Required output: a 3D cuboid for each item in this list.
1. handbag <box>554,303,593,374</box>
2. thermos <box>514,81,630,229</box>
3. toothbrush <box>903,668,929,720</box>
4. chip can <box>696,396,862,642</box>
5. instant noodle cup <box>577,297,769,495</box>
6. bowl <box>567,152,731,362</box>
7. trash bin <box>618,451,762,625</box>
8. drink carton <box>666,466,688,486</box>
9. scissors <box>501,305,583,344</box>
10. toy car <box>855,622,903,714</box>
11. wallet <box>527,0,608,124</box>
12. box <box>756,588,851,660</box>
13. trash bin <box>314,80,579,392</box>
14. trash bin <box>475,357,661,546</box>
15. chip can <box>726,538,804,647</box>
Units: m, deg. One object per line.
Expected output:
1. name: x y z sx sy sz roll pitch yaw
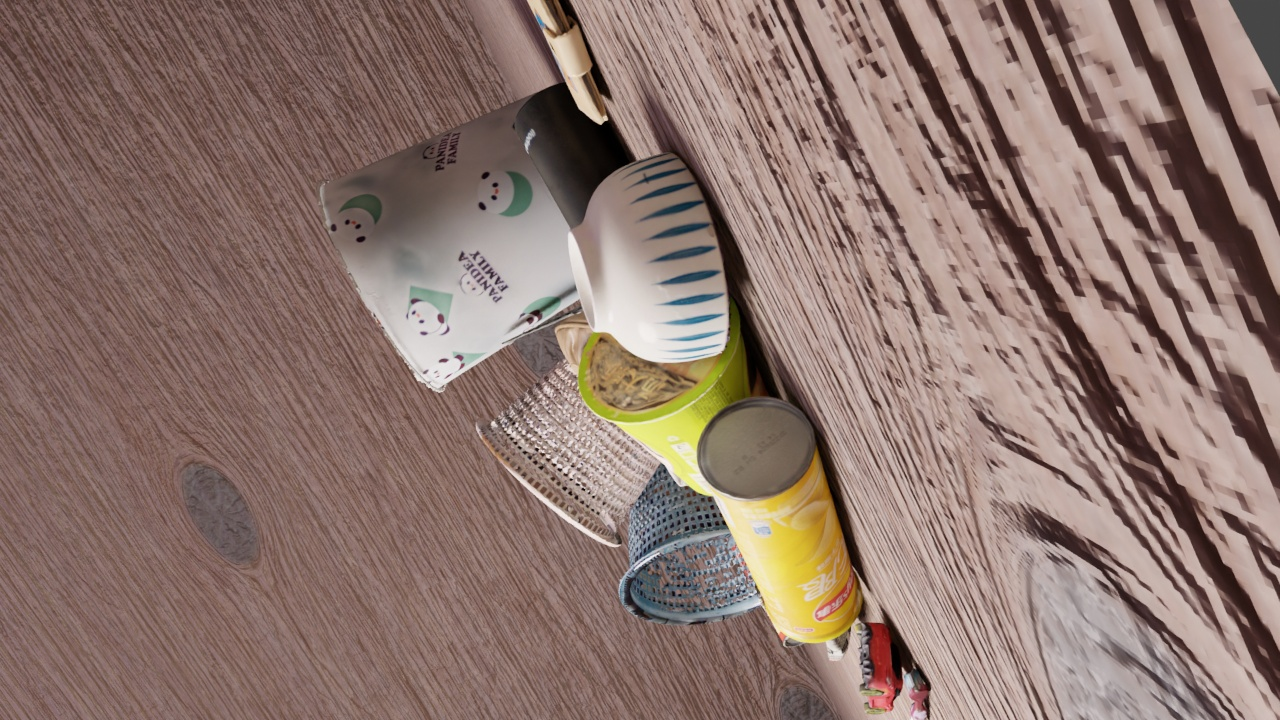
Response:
1. handbag: -0.005 0.005 0.912 0.148 0.099 0.205 54 161 -20
2. thermos: -0.010 -0.105 0.697 0.242 0.068 0.090 60 147 17
3. toothbrush: 0.204 0.257 0.680 0.188 0.016 0.017 63 -174 -56
4. chip can: 0.095 0.111 0.597 0.072 0.072 0.213 61 179 42
5. instant noodle cup: 0.037 0.026 0.608 0.123 0.112 0.111 52 -173 -43
6. bowl: -0.001 -0.051 0.509 0.116 0.066 0.116 165 91 -80
7. trash bin: 0.072 0.201 1.182 0.227 0.227 0.194 63 -168 -48
8. drink carton: 0.066 0.077 0.812 0.122 0.046 0.053 7 -136 -57
9. scissors: -0.049 -0.049 0.834 0.108 0.174 0.012 -5 112 65
10. toy car: 0.173 0.224 0.663 0.106 0.031 0.049 67 -157 -55
11. wallet: -0.053 -0.222 0.631 0.087 0.024 0.115 -110 -6 -59
12. box: 0.151 0.218 0.780 0.088 0.076 0.163 58 177 27
13. trash bin: -0.138 -0.127 0.885 0.229 0.252 0.229 62 179 2
14. trash bin: -0.050 0.077 1.096 0.227 0.192 0.227 41 180 0
15. chip can: 0.173 0.277 1.245 0.216 0.073 0.073 62 180 35
